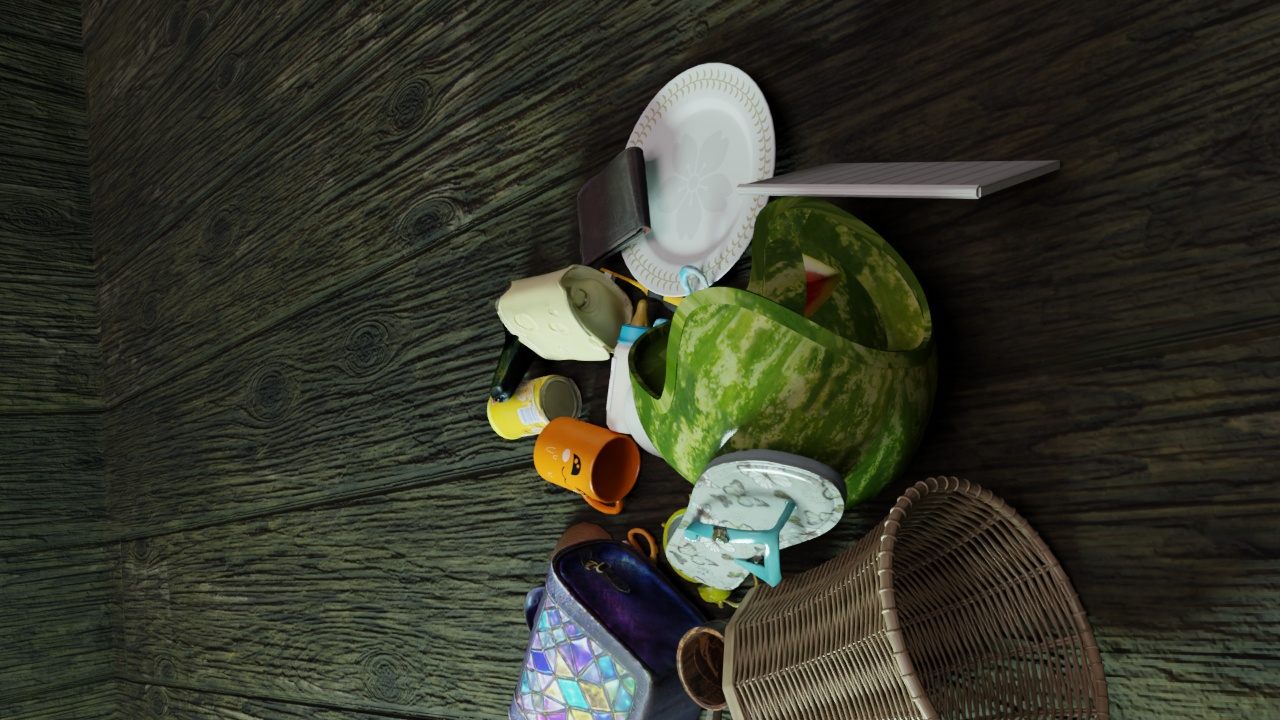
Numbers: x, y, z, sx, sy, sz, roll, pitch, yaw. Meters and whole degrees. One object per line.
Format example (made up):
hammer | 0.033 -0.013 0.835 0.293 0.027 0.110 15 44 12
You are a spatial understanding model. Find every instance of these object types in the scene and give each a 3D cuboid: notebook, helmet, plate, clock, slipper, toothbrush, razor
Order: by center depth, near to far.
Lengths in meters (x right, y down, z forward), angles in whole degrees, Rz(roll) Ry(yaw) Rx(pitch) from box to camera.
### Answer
slipper | 0.069 0.140 0.722 0.098 0.054 0.269 31 149 0
notebook | 0.203 -0.148 0.742 0.210 0.142 0.009 11 114 43
helmet | 0.118 0.018 0.765 0.243 0.212 0.248 36 135 2
clock | 0.076 0.190 0.919 0.119 0.057 0.083 50 122 24
plate | 0.030 0.052 0.953 0.104 0.026 0.104 1 92 16
plate | 0.054 -0.185 0.956 0.243 0.016 0.242 -11 76 50
toothbrush | 0.018 -0.074 0.996 0.197 0.031 0.031 26 99 45
razor | -0.156 -0.015 1.110 0.054 0.067 0.151 -28 33 39

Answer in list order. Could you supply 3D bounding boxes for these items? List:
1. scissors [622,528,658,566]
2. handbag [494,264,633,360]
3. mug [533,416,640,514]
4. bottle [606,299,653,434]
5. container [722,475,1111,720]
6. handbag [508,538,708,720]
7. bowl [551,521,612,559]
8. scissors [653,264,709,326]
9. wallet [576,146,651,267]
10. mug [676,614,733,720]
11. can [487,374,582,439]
scissors | 0.014 0.244 1.005 0.064 0.013 0.128 -52 56 30
handbag | -0.088 -0.055 1.036 0.119 0.111 0.081 -2 60 43
mug | -0.056 0.126 1.042 0.096 0.077 0.113 13 129 43
bottle | -0.006 0.006 1.002 0.051 0.051 0.146 13 98 43
container | 0.195 0.229 0.697 0.197 0.226 0.226 -39 63 44
handbag | -0.047 0.317 0.976 0.222 0.125 0.205 33 116 36
bowl | -0.070 0.250 1.074 0.118 0.030 0.118 -1 89 44
scissors | 0.058 -0.030 0.937 0.138 0.011 0.134 -17 104 52
wallet | -0.030 -0.167 1.020 0.120 0.031 0.099 -27 62 48
mug | 0.096 0.294 0.860 0.080 0.107 0.116 2 90 44
can | -0.129 0.057 1.108 0.105 0.067 0.067 -13 81 43
